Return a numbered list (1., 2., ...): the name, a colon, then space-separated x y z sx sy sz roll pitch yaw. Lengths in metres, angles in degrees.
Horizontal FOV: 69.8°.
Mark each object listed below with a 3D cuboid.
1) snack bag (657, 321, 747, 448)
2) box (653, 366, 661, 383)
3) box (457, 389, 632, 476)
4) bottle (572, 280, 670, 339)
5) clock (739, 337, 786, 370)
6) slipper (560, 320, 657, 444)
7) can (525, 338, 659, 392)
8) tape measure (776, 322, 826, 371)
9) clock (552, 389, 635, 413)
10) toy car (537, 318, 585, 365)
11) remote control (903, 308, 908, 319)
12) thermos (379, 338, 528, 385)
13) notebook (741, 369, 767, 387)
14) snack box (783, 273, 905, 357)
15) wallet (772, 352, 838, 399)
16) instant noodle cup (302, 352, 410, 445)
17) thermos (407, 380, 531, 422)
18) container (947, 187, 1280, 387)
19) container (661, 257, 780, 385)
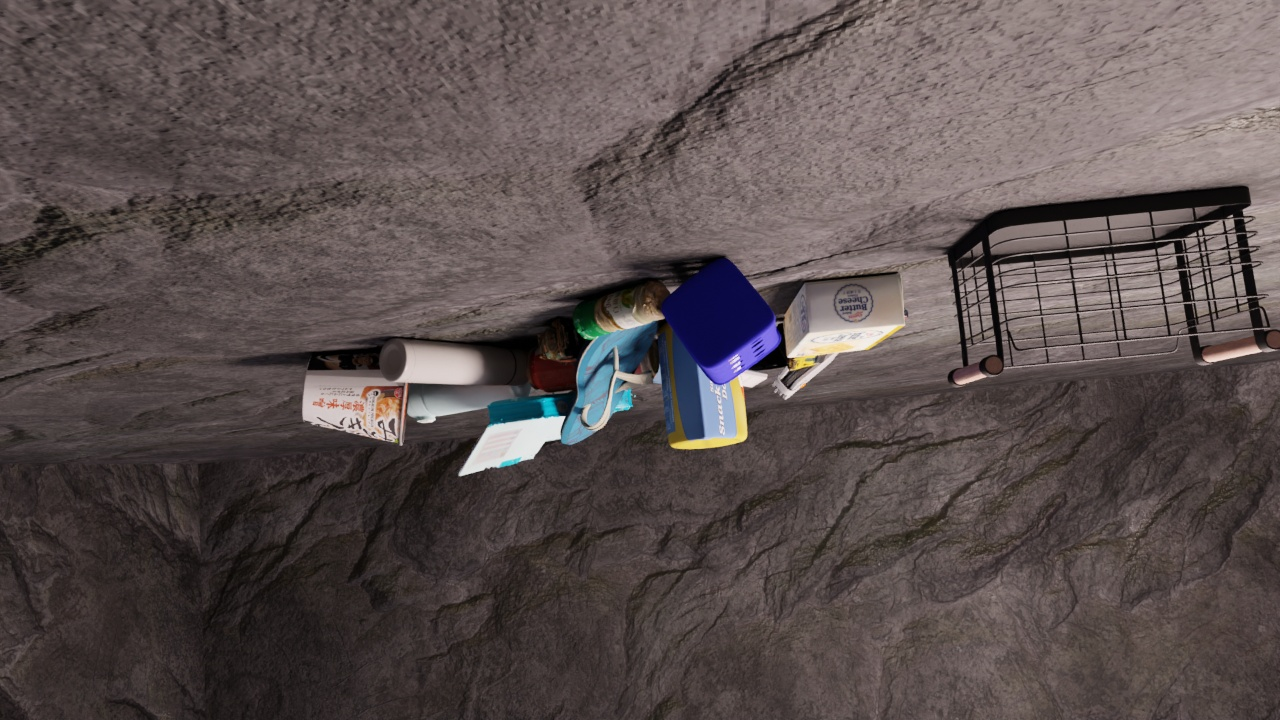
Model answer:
1. snack bag: 0.073 0.025 1.115 0.102 0.159 0.205 -6 171 5
2. box: -0.009 0.013 1.313 0.209 0.034 0.127 9 170 -7
3. box: -0.133 0.082 1.259 0.182 0.071 0.226 -32 167 26
4. bottle: -0.019 -0.050 0.923 0.111 0.043 0.043 -13 170 44
5. clock: 0.191 -0.012 1.362 0.121 0.042 0.091 -6 173 12
6. slipper: -0.031 0.033 1.102 0.118 0.060 0.296 -34 162 -31
7. can: -0.063 0.003 1.209 0.170 0.067 0.067 -7 173 17
8. tape measure: 0.212 -0.023 1.194 0.062 0.067 0.038 -11 144 -14
9. clock: -0.073 0.036 1.396 0.124 0.090 0.053 -4 154 -10
10. toy car: -0.095 -0.020 1.091 0.047 0.047 0.112 -7 171 11
11. remote control: 0.320 -0.051 1.238 0.047 0.022 0.150 -5 171 1
12. thermos: -0.226 0.005 1.171 0.052 0.052 0.223 -10 171 37
13. notebook: 0.076 0.011 1.379 0.210 0.009 0.143 11 173 0
14. snack box: 0.228 -0.047 1.054 0.104 0.057 0.208 -5 173 2
15. wallet: 0.244 0.009 1.339 0.118 0.037 0.115 -37 168 -16
16. instant noodle cup: -0.360 0.042 1.170 0.121 0.123 0.124 6 171 -12
17. thermos: -0.267 0.045 1.387 0.207 0.078 0.065 -11 171 25
18. container: 0.399 -0.056 0.806 0.241 0.130 0.163 -5 173 3
19. container: 0.077 -0.035 0.867 0.084 0.085 0.113 -38 168 3
